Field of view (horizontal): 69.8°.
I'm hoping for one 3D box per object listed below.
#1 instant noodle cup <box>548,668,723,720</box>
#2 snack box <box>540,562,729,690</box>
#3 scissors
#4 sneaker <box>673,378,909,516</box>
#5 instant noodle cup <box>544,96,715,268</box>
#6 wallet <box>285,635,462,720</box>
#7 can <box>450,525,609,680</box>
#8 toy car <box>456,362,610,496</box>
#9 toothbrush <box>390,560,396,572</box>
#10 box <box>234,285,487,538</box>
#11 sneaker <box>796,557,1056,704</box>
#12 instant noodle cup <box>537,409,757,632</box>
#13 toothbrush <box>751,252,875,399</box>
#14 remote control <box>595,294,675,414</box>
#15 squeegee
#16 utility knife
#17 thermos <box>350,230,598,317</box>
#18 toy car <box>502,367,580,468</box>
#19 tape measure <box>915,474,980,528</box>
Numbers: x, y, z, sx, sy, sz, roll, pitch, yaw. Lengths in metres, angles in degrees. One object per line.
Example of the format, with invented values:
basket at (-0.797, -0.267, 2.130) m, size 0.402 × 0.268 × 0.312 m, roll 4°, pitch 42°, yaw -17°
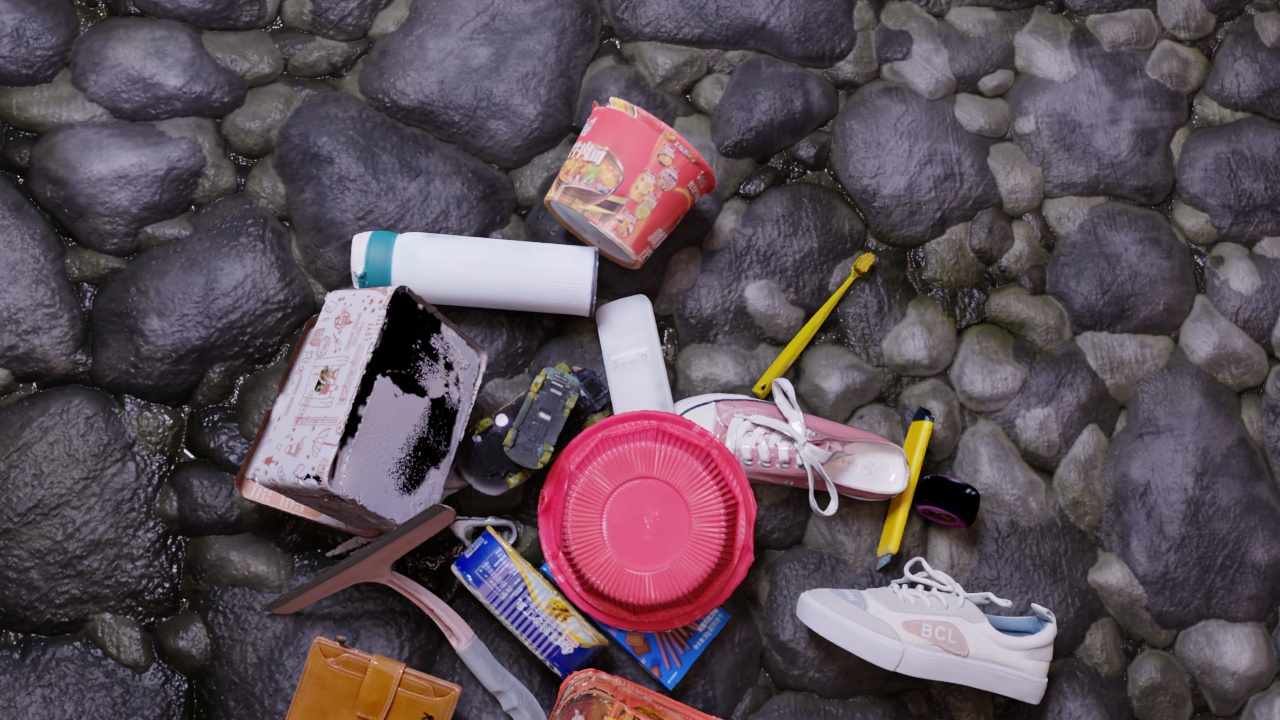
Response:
instant noodle cup at (-0.021, 0.364, 0.767) m, size 0.164 × 0.079 × 0.188 m, roll 26°, pitch 78°, yaw -3°
snack box at (-0.005, 0.210, 0.826) m, size 0.157 × 0.026 × 0.084 m, roll 43°, pitch 72°, yaw 2°
scissors at (-0.189, 0.132, 0.818) m, size 0.175 × 0.014 × 0.159 m, roll 34°, pitch 71°, yaw -6°
sneaker at (0.135, 0.079, 0.840) m, size 0.241 × 0.088 × 0.118 m, roll 12°, pitch 77°, yaw -1°
instant noodle cup at (-0.014, -0.157, 0.854) m, size 0.138 × 0.138 × 0.108 m, roll 34°, pitch 85°, yaw 0°
wallet at (-0.224, 0.291, 0.769) m, size 0.130 × 0.035 × 0.119 m, roll 20°, pitch 100°, yaw -2°
can at (-0.095, 0.210, 0.791) m, size 0.148 × 0.075 × 0.049 m, roll 46°, pitch 77°, yaw -6°
toy car at (-0.097, 0.062, 0.837) m, size 0.157 × 0.042 × 0.070 m, roll -34°, pitch 84°, yaw -21°
toothbrush at (-0.224, 0.104, 0.829) m, size 0.016 × 0.014 × 0.189 m, roll 3°, pitch 78°, yaw -15°
box at (-0.249, 0.043, 0.776) m, size 0.181 × 0.153 × 0.182 m, roll 1°, pitch 63°, yaw 28°
sneaker at (0.263, 0.232, 0.824) m, size 0.242 × 0.089 × 0.091 m, roll 17°, pitch 92°, yaw -8°
instant noodle cup at (0.006, 0.136, 0.778) m, size 0.194 × 0.066 × 0.193 m, roll 0°, pitch 82°, yaw 0°
toothbrush at (0.173, -0.037, 0.907) m, size 0.015 × 0.017 × 0.190 m, roll 40°, pitch 77°, yaw 2°
remote control at (-0.005, 0.005, 0.857) m, size 0.056 × 0.020 × 0.135 m, roll -17°, pitch 68°, yaw 11°
squeegee at (-0.156, 0.238, 0.774) m, size 0.249 × 0.248 × 0.040 m, roll 49°, pitch 32°, yaw -16°
utility knife at (0.254, 0.122, 0.879) m, size 0.015 × 0.033 × 0.164 m, roll 20°, pitch 80°, yaw -8°
thermos at (-0.153, -0.083, 0.850) m, size 0.224 × 0.073 × 0.073 m, roll 4°, pitch 78°, yaw -6°
toy car at (-0.086, 0.051, 0.801) m, size 0.043 × 0.036 × 0.091 m, roll 27°, pitch 69°, yaw -5°
tape measure at (0.291, 0.131, 0.868) m, size 0.057 × 0.058 × 0.039 m, roll 18°, pitch 71°, yaw 16°
